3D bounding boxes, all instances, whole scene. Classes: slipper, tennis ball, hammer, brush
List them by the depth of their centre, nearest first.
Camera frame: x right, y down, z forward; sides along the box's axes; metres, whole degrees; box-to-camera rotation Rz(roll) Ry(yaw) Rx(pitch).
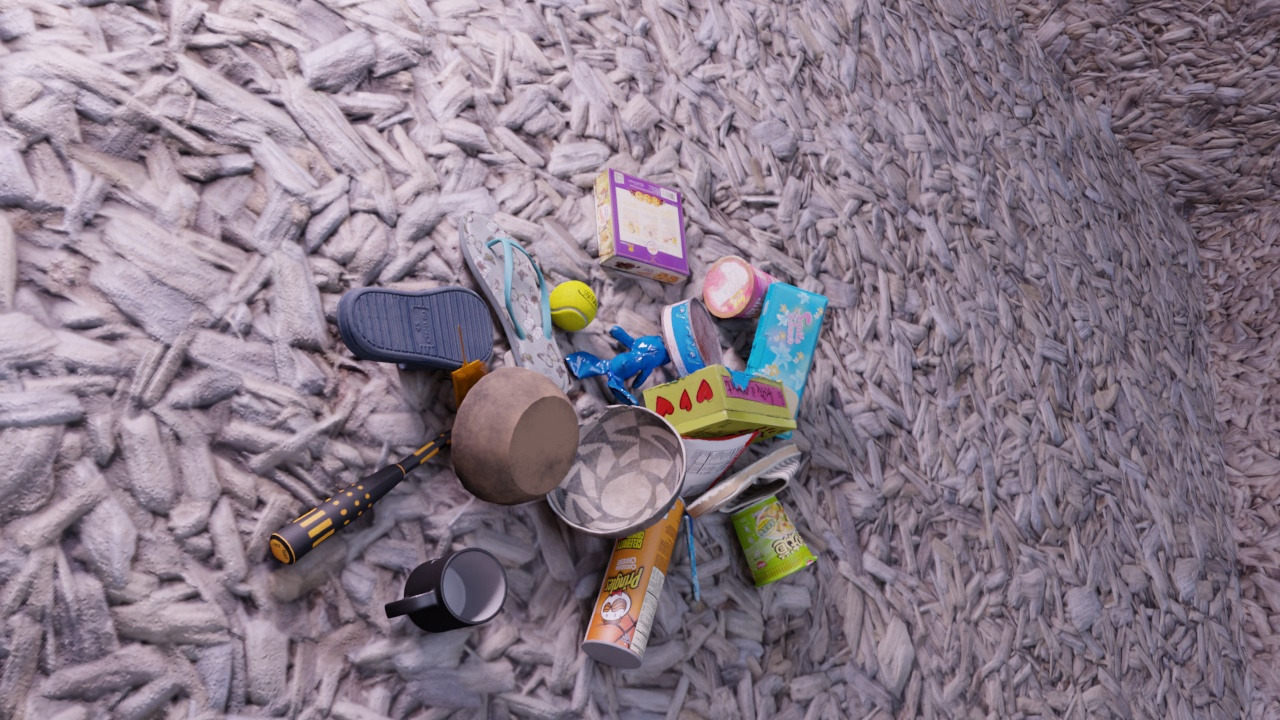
[{"bbox_3d":[-0.267,0.119,1.008,0.319,0.036,0.123,-36,96,-46],"label":"hammer"},{"bbox_3d":[-0.261,-0.030,1.035,0.263,0.083,0.101,-1,77,-66],"label":"slipper"},{"bbox_3d":[-0.192,0.025,1.047,0.048,0.017,0.126,-32,125,-48],"label":"brush"},{"bbox_3d":[-0.146,-0.079,1.169,0.098,0.055,0.268,-14,77,-56],"label":"slipper"},{"bbox_3d":[-0.090,-0.072,1.218,0.065,0.066,0.065,17,61,-35],"label":"tennis ball"},{"bbox_3d":[0.149,0.172,1.266,0.272,0.115,0.054,-14,77,-57],"label":"slipper"}]

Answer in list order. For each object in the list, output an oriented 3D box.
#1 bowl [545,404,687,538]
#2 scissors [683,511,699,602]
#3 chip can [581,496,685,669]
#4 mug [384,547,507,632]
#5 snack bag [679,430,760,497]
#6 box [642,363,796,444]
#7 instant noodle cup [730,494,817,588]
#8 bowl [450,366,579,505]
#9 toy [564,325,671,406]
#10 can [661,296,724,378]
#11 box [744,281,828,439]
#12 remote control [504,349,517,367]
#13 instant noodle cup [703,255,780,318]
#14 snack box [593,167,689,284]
[{"bbox_3d":[-0.023,0.150,1.136,0.081,0.179,0.178,65,33,-49],"label":"bowl"},{"bbox_3d":[0.067,0.251,1.220,0.139,0.011,0.134,-89,170,-58],"label":"scissors"},{"bbox_3d":[-0.006,0.264,1.140,0.075,0.075,0.214,37,52,-24],"label":"chip can"},{"bbox_3d":[-0.210,0.246,0.962,0.113,0.088,0.078,-7,77,-42],"label":"mug"},{"bbox_3d":[0.078,0.143,1.232,0.143,0.131,0.039,0,47,-40],"label":"snack bag"},{"bbox_3d":[0.111,0.070,1.256,0.220,0.125,0.082,11,62,-59],"label":"box"},{"bbox_3d":[0.183,0.254,1.303,0.098,0.099,0.108,-15,73,-43],"label":"instant noodle cup"},{"bbox_3d":[-0.135,0.091,1.060,0.161,0.070,0.162,-16,111,-50],"label":"bowl"},{"bbox_3d":[-0.007,0.007,1.257,0.175,0.071,0.112,-24,77,-44],"label":"toy"},{"bbox_3d":[0.077,-0.024,1.318,0.130,0.044,0.129,55,25,-41],"label":"can"},{"bbox_3d":[0.236,0.009,1.418,0.169,0.086,0.227,21,84,-44],"label":"box"},{"bbox_3d":[-0.144,0.044,1.155,0.038,0.018,0.125,1,72,-41],"label":"remote control"},{"bbox_3d":[0.170,-0.106,1.446,0.108,0.098,0.097,10,65,-46],"label":"instant noodle cup"},{"bbox_3d":[0.002,-0.199,1.370,0.143,0.041,0.147,11,65,-37],"label":"snack box"}]
